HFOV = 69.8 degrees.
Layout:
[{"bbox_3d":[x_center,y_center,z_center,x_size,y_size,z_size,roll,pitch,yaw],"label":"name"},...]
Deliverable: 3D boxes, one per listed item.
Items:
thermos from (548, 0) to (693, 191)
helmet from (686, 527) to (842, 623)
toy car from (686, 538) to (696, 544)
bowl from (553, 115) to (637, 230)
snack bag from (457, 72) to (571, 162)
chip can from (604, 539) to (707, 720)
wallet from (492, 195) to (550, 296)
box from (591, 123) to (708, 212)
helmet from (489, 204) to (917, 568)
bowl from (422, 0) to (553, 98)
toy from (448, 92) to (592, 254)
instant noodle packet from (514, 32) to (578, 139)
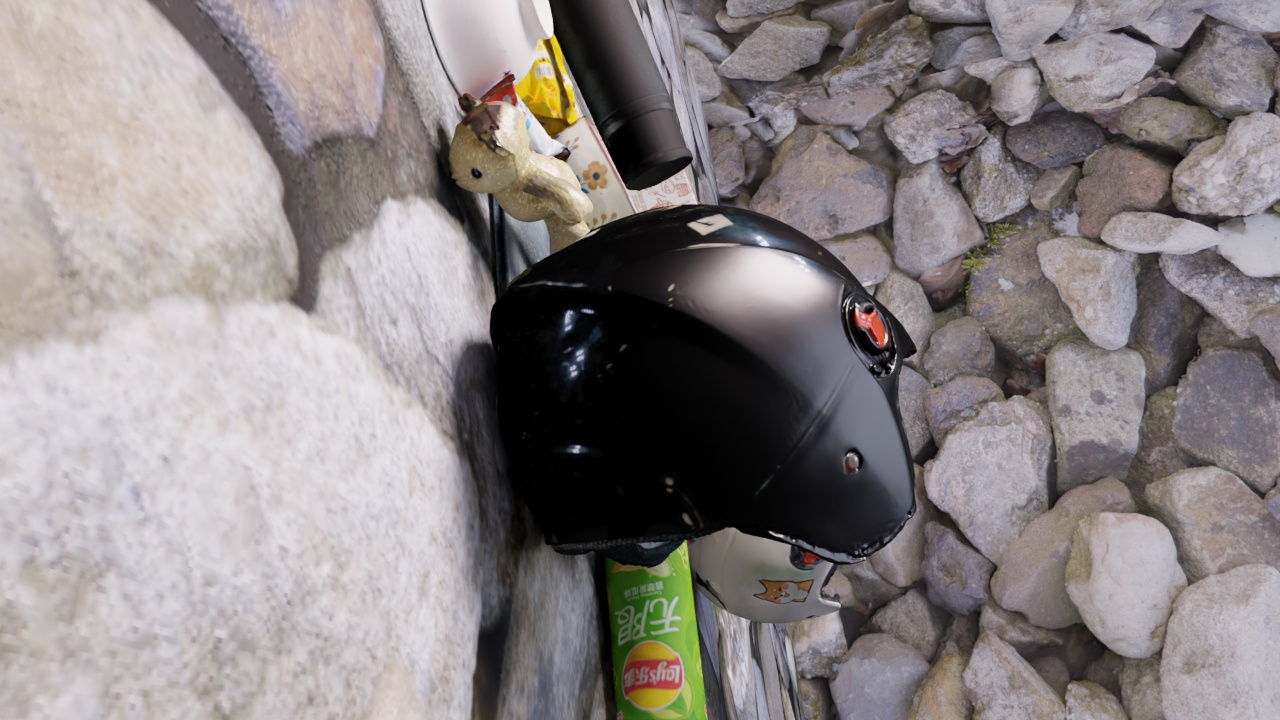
[{"bbox_3d":[-0.038,-0.256,0.744,0.242,0.068,0.090,68,-24,2],"label":"thermos"},{"bbox_3d":[0.118,0.182,1.053,0.230,0.156,0.274,-121,-160,-55],"label":"helmet"},{"bbox_3d":[0.033,0.140,0.984,0.053,0.045,0.120,60,16,-57],"label":"toy car"},{"bbox_3d":[-0.044,-0.132,0.742,0.113,0.062,0.113,61,3,-6],"label":"bowl"},{"bbox_3d":[-0.087,-0.161,0.645,0.026,0.045,0.105,58,5,30],"label":"snack bag"},{"bbox_3d":[0.008,0.187,0.715,0.072,0.073,0.221,60,21,-60],"label":"chip can"},{"bbox_3d":[-0.083,-0.073,0.665,0.097,0.019,0.120,49,32,-66],"label":"wallet"},{"bbox_3d":[0.046,-0.125,0.955,0.272,0.130,0.179,31,35,-49],"label":"box"},{"bbox_3d":[0.038,0.013,0.575,0.273,0.234,0.230,-34,100,-36],"label":"helmet"},{"bbox_3d":[-0.098,-0.239,0.630,0.118,0.065,0.118,-11,89,-80],"label":"bowl"},{"bbox_3d":[-0.071,-0.105,0.604,0.105,0.066,0.157,53,0,41],"label":"toy"},{"bbox_3d":[-0.086,-0.237,0.752,0.128,0.044,0.111,-21,93,-83],"label":"instant noodle packet"}]
